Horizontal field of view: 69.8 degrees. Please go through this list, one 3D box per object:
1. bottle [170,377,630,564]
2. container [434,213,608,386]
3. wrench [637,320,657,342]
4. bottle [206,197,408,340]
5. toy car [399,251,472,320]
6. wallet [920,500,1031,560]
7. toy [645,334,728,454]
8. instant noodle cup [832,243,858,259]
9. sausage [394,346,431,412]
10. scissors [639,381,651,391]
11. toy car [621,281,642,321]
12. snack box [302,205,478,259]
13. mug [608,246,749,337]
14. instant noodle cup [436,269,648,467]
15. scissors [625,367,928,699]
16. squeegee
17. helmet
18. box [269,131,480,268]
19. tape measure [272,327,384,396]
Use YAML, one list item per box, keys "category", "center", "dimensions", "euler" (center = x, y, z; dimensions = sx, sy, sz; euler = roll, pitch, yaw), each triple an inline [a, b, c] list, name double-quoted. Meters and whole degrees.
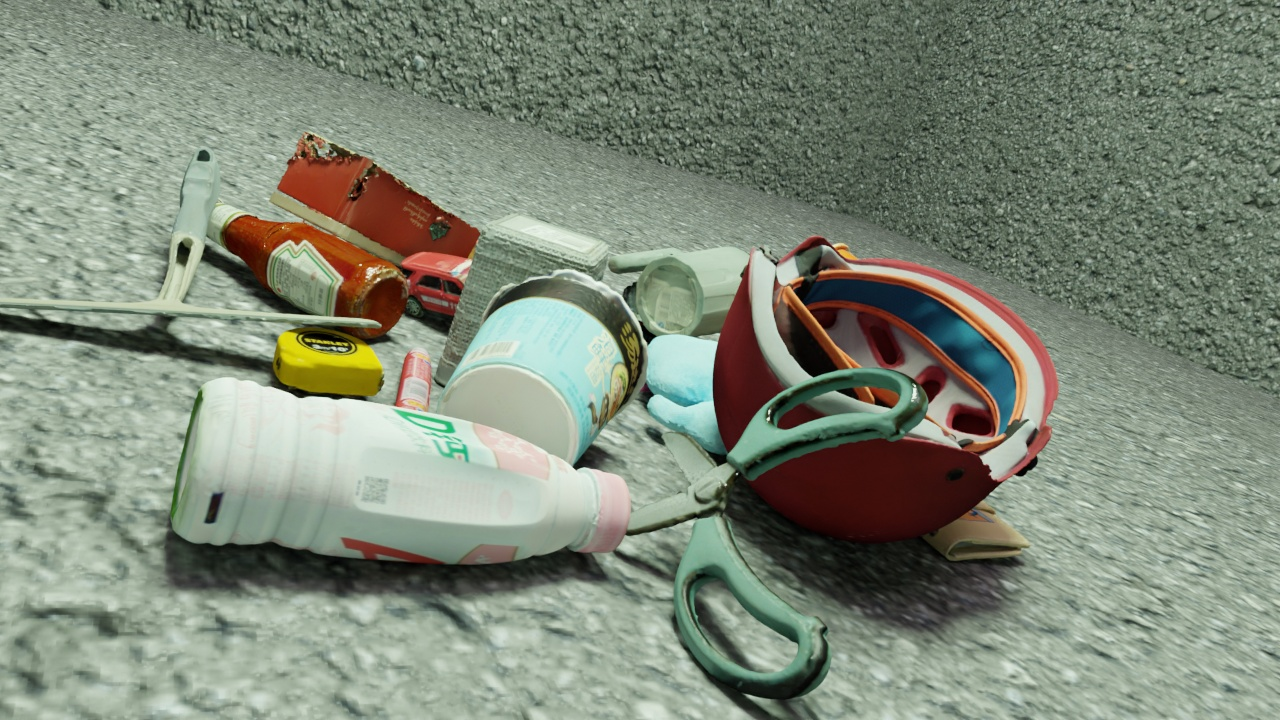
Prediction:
- category: "bottle"
  center: [-0.097, 0.058, 0.412]
  dimensions: [0.196, 0.068, 0.068]
  euler: [14, 17, -28]
- category: "container"
  center: [-0.078, -0.035, 0.637]
  dimensions: [0.090, 0.114, 0.090]
  euler: [18, 16, 2]
- category: "wrench"
  center: [0.055, -0.016, 0.891]
  dimensions: [0.273, 0.016, 0.056]
  euler: [13, 18, -18]
- category: "bottle"
  center: [-0.263, -0.078, 0.680]
  dimensions: [0.206, 0.060, 0.059]
  euler: [25, 18, 24]
- category: "toy car"
  center: [-0.139, -0.054, 0.724]
  dimensions: [0.121, 0.045, 0.052]
  euler: [16, 35, 21]
- category: "wallet"
  center: [0.214, 0.106, 0.661]
  dimensions: [0.087, 0.024, 0.115]
  euler: [4, 20, -27]
- category: "toy"
  center: [0.051, 0.022, 0.708]
  dimensions: [0.161, 0.050, 0.156]
  euler: [-3, 37, -46]
- category: "instant noodle cup"
  center: [0.181, -0.010, 0.796]
  dimensions: [0.111, 0.152, 0.151]
  euler: [35, 22, 23]
- category: "sausage"
  center: [-0.138, 0.022, 0.559]
  dimensions: [0.020, 0.020, 0.155]
  euler: [14, 17, -15]
- category: "scissors"
  center: [-0.003, 0.005, 0.770]
  dimensions: [0.063, 0.017, 0.135]
  euler: [21, 13, 10]
- category: "toy car"
  center: [0.014, -0.055, 0.932]
  dimensions: [0.034, 0.043, 0.090]
  euler: [-3, -4, 41]
- category: "snack box"
  center: [-0.242, -0.123, 0.902]
  dimensions: [0.077, 0.027, 0.155]
  euler: [32, 21, 35]
- category: "mug"
  center: [0.041, -0.072, 0.877]
  dimensions: [0.124, 0.084, 0.103]
  euler: [32, 27, 28]
- category: "instant noodle cup"
  center: [-0.059, 0.017, 0.531]
  dimensions: [0.111, 0.111, 0.120]
  euler: [19, 25, 2]
- category: "scissors"
  center: [0.071, 0.073, 0.436]
  dimensions: [0.019, 0.174, 0.169]
  euler: [58, 10, -41]
- category: "squeegee"
  center: [-0.309, -0.081, 0.621]
  dimensions: [0.246, 0.039, 0.246]
  euler: [2, 34, -20]
- category: "helmet"
  center: [0.148, 0.027, 0.603]
  dimensions: [0.239, 0.144, 0.207]
  euler: [-12, 48, -43]
- category: "box"
  center: [-0.212, -0.127, 0.765]
  dimensions: [0.091, 0.079, 0.168]
  euler: [26, -2, 24]
- category: "tape measure"
  center: [-0.189, 0.003, 0.548]
  dimensions: [0.060, 0.029, 0.057]
  euler: [7, 21, -33]
